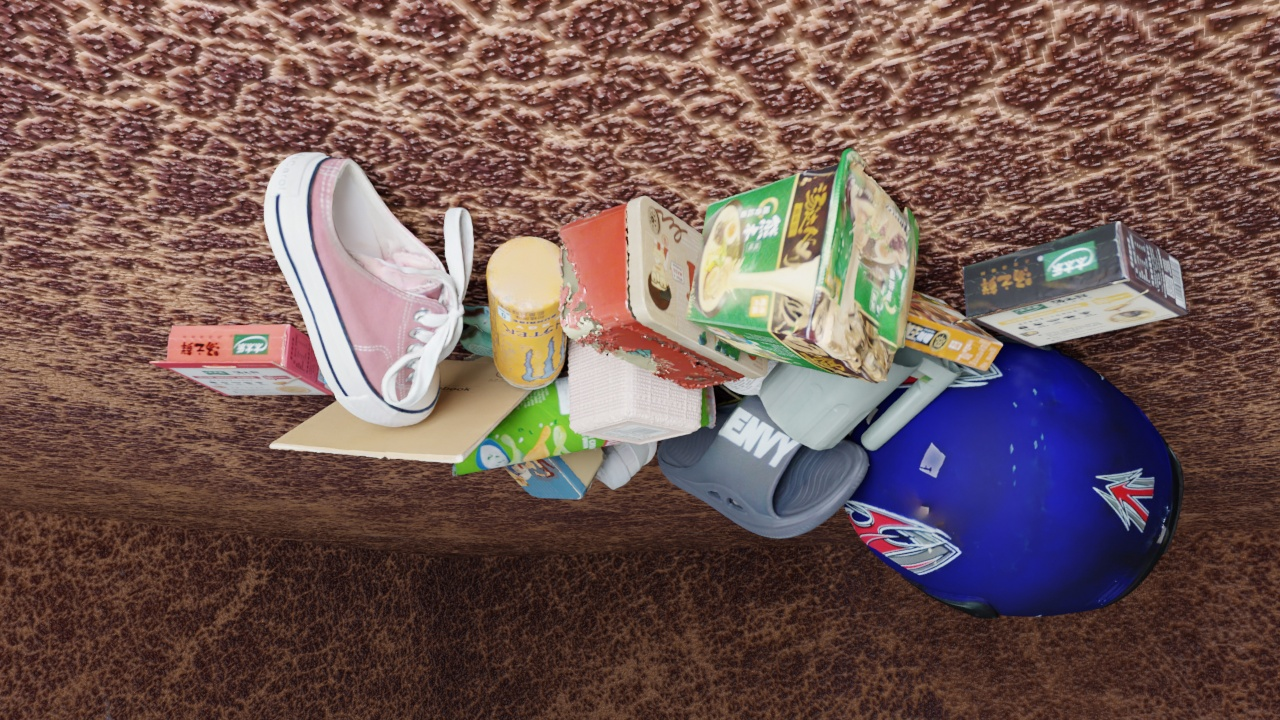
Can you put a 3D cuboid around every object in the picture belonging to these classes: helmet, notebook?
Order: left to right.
[{"bbox_3d":[-0.171,0.034,0.733,0.148,0.008,0.207,3,-162,13],"label":"notebook"},{"bbox_3d":[0.304,0.104,0.845,0.240,0.247,0.316,18,172,-7],"label":"helmet"}]

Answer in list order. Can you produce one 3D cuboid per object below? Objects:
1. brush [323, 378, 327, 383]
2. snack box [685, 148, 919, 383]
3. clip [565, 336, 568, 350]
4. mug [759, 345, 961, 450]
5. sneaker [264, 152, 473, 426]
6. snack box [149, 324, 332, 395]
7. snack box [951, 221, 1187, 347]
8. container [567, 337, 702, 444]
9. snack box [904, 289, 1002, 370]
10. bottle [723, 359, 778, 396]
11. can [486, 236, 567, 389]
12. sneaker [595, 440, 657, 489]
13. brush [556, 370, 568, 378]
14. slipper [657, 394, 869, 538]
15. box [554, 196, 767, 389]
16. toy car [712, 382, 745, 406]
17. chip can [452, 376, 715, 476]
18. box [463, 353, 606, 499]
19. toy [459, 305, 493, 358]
[{"bbox_3d":[-0.225,-0.017,0.771,0.083,0.045,0.255,8,157,-29],"label":"brush"},{"bbox_3d":[0.096,-0.053,0.567,0.106,0.117,0.118,3,166,37],"label":"snack box"},{"bbox_3d":[-0.081,-0.019,0.827,0.043,0.014,0.056,-7,162,26],"label":"clip"},{"bbox_3d":[0.172,0.017,0.726,0.124,0.083,0.104,26,124,-18],"label":"mug"},{"bbox_3d":[-0.155,-0.031,0.591,0.088,0.118,0.241,6,145,8],"label":"sneaker"},{"bbox_3d":[-0.359,-0.002,0.843,0.113,0.044,0.127,0,165,5],"label":"snack box"},{"bbox_3d":[0.299,-0.048,0.644,0.125,0.053,0.113,16,158,-39],"label":"snack box"},{"bbox_3d":[-0.004,0.004,0.732,0.090,0.110,0.090,14,159,-38],"label":"container"},{"bbox_3d":[0.189,-0.034,0.669,0.153,0.026,0.075,13,-156,-34],"label":"snack box"},{"bbox_3d":[0.090,-0.003,0.788,0.108,0.063,0.063,13,160,-37],"label":"bottle"},{"bbox_3d":[-0.082,-0.031,0.679,0.058,0.058,0.146,2,156,-6],"label":"can"},{"bbox_3d":[-0.046,0.094,1.115,0.090,0.089,0.242,-36,-168,-17],"label":"sneaker"},{"bbox_3d":[-0.053,0.031,0.910,0.073,0.063,0.146,13,159,-27],"label":"brush"},{"bbox_3d":[0.086,0.084,0.845,0.083,0.110,0.268,46,163,-27],"label":"slipper"},{"bbox_3d":[0.014,-0.036,0.631,0.080,0.091,0.168,-14,158,32],"label":"box"},{"bbox_3d":[0.095,0.028,0.937,0.158,0.042,0.070,12,160,-25],"label":"toy car"},{"bbox_3d":[-0.055,0.046,0.810,0.236,0.072,0.072,-10,165,-8],"label":"chip can"},{"bbox_3d":[-0.117,0.061,0.899,0.090,0.059,0.184,-8,132,43],"label":"box"},{"bbox_3d":[-0.129,-0.027,0.779,0.096,0.030,0.092,12,156,-18],"label":"toy"}]
